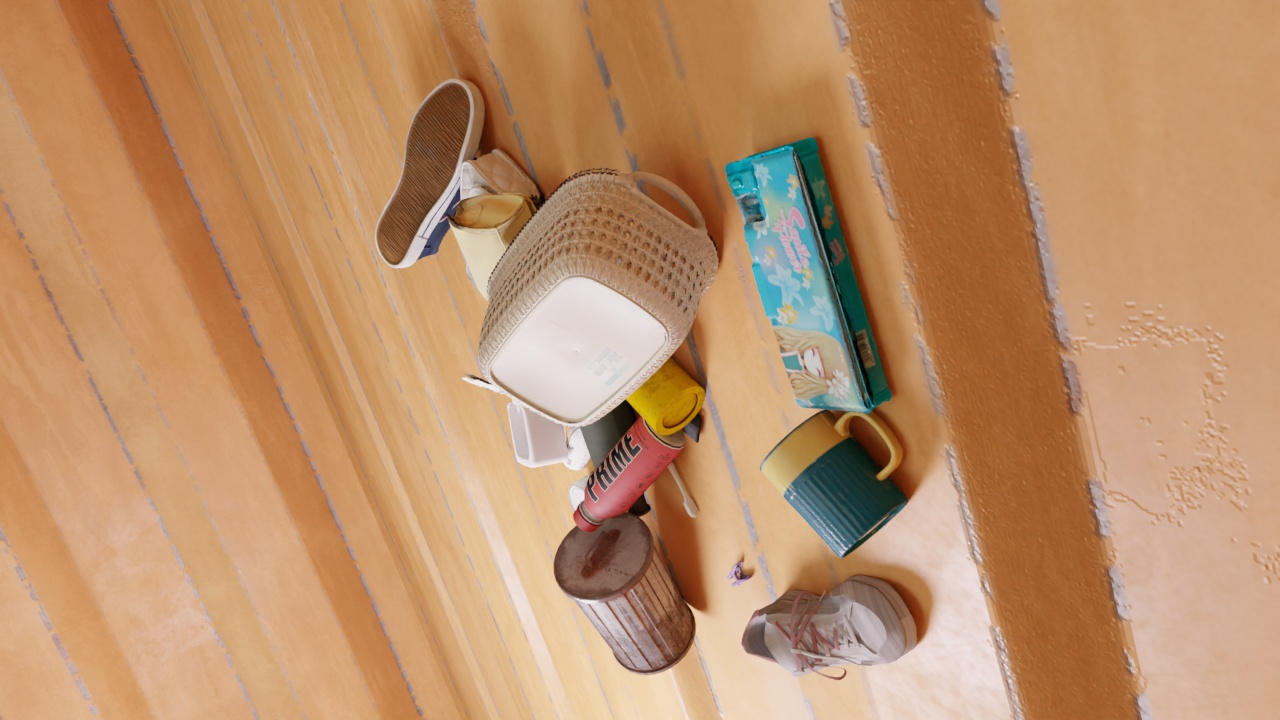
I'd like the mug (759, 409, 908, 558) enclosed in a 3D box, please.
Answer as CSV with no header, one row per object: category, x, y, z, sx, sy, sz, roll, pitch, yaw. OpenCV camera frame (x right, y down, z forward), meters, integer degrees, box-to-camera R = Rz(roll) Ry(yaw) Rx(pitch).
mug,0.178,0.098,0.802,0.107,0.083,0.114,51,122,23

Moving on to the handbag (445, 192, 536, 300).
handbag,-0.165,-0.134,1.084,0.111,0.081,0.119,10,138,37

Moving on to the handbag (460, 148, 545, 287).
handbag,-0.185,-0.165,1.196,0.139,0.072,0.195,48,148,24

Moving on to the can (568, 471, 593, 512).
can,-0.064,0.207,1.328,0.086,0.043,0.086,37,141,38

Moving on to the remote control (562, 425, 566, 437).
remote control,-0.124,0.075,1.347,0.038,0.018,0.126,46,146,31

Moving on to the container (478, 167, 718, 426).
container,-0.048,-0.050,0.889,0.184,0.143,0.252,31,132,-18

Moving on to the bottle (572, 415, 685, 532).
bottle,-0.020,0.139,1.095,0.062,0.062,0.177,51,118,23

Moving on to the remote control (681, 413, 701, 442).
remote control,0.024,0.042,1.073,0.147,0.015,0.033,42,145,35

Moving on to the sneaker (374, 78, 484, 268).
sneaker,-0.263,-0.256,1.256,0.120,0.127,0.295,48,129,18

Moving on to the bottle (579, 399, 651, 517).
bottle,-0.034,0.101,1.159,0.072,0.071,0.207,3,116,59

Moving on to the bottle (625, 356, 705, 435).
bottle,-0.006,0.006,1.037,0.164,0.070,0.071,45,147,31

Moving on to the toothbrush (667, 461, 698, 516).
toothbrush,0.025,0.108,1.130,0.187,0.012,0.017,64,155,1

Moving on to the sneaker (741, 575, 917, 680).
sneaker,0.178,0.279,0.928,0.099,0.089,0.237,61,152,6

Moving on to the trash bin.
trash bin,-0.018,0.297,1.180,0.131,0.130,0.211,31,155,46

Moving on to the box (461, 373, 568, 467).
box,-0.170,0.070,1.301,0.189,0.101,0.112,61,159,-9

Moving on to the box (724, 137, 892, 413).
box,0.138,-0.065,0.767,0.094,0.039,0.227,1,113,59

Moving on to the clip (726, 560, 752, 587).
clip,0.116,0.256,1.098,0.033,0.013,0.052,58,154,15

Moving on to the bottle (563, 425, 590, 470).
bottle,-0.082,0.110,1.280,0.041,0.041,0.116,52,150,22

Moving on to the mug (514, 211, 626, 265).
mug,-0.080,-0.113,1.026,0.082,0.106,0.083,40,144,38
